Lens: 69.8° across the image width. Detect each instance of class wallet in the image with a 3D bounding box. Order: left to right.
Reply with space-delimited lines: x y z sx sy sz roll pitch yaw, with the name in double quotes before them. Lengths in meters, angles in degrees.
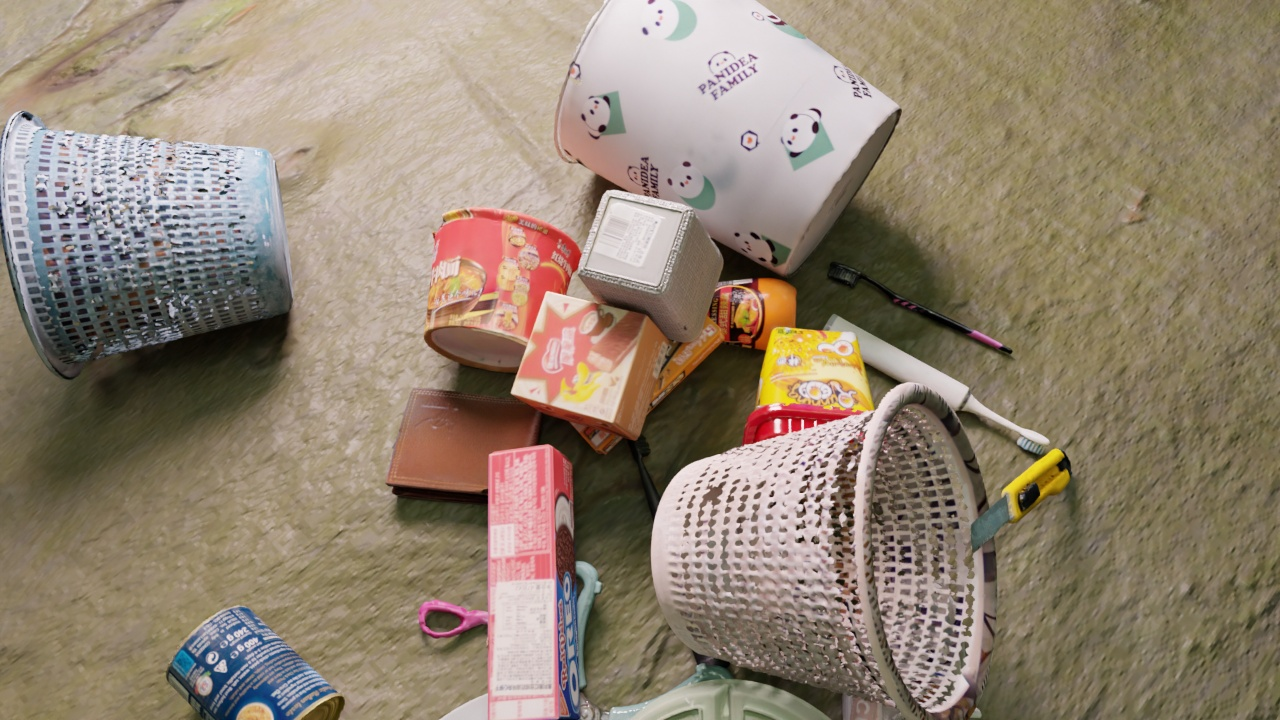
"wallet" -0.151 0.073 0.805 0.124 0.032 0.101 6 60 2

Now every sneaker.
"sneaker" 0.193 0.269 0.668 0.089 0.091 0.241 14 62 6

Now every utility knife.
"utility knife" 0.303 0.108 0.721 0.230 0.015 0.033 -15 86 -49

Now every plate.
"plate" 0.060 0.335 0.617 0.231 0.027 0.230 -8 70 22

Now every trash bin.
"trash bin" -0.417 -0.105 0.811 0.195 0.227 0.226 -7 62 -18
"trash bin" 0.085 -0.221 0.861 0.252 0.230 0.229 36 67 11
"trash bin" 0.124 0.139 0.659 0.193 0.227 0.227 -10 54 38

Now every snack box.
"snack box" -0.084 0.173 0.708 0.058 0.057 0.207 -8 67 11
"snack box" -0.040 0.005 0.770 0.094 0.077 0.092 15 80 18
"snack box" -0.005 0.005 0.817 0.153 0.026 0.075 -44 70 0

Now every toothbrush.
"toothbrush" 0.026 0.154 0.766 0.027 0.026 0.212 -3 58 -29
"toothbrush" 0.266 -0.048 0.881 0.189 0.014 0.017 28 75 13
"toothbrush" 0.266 0.021 0.836 0.221 0.026 0.026 31 32 15

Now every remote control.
"remote control" -0.102 0.325 0.676 0.058 0.021 0.150 -27 65 -14

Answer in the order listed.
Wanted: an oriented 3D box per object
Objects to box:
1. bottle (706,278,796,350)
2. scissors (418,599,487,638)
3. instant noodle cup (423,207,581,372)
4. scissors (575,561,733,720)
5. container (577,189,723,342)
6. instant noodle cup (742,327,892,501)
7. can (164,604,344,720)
"bottle" 0.069 -0.045 0.853 0.149 0.067 0.066 2 62 9
"scissors" -0.116 0.204 0.744 0.136 0.017 0.133 -4 66 -7
"instant noodle cup" -0.127 -0.057 0.821 0.138 0.138 0.108 7 71 3
"scissors" -0.015 0.234 0.710 0.175 0.019 0.169 -14 69 6
"container" 0.008 -0.079 0.759 0.090 0.114 0.090 15 80 18
"instant noodle cup" 0.145 0.043 0.783 0.116 0.116 0.123 4 51 2
"can" -0.288 0.246 0.686 0.111 0.075 0.075 35 67 17
